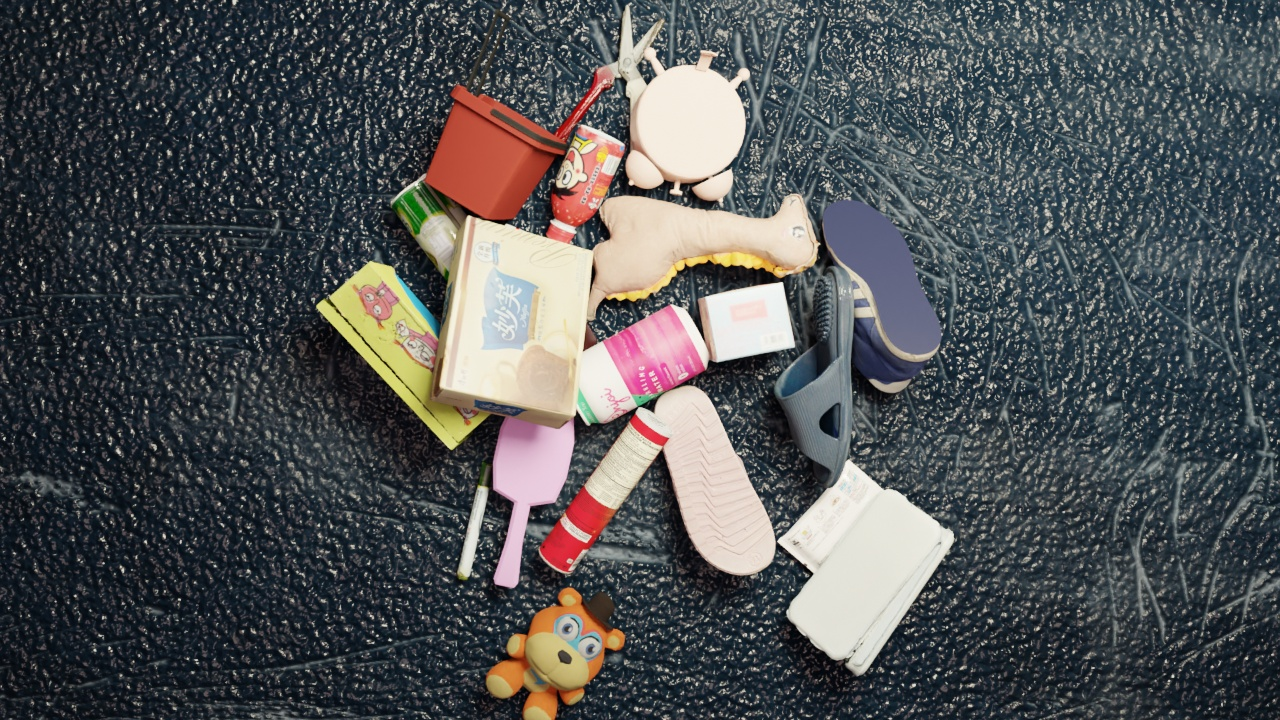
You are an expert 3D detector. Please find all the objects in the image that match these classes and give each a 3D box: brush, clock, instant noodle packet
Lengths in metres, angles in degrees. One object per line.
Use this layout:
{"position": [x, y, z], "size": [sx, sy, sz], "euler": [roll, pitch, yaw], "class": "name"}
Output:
{"position": [-0.139, 0.159, 1.113], "size": [0.089, 0.043, 0.228], "euler": [12, 92, -3], "class": "brush"}
{"position": [0.057, -0.275, 1.077], "size": [0.131, 0.086, 0.160], "euler": [9, 100, -11], "class": "clock"}
{"position": [0.246, 0.202, 1.136], "size": [0.087, 0.026, 0.134], "euler": [41, 91, -3], "class": "instant noodle packet"}

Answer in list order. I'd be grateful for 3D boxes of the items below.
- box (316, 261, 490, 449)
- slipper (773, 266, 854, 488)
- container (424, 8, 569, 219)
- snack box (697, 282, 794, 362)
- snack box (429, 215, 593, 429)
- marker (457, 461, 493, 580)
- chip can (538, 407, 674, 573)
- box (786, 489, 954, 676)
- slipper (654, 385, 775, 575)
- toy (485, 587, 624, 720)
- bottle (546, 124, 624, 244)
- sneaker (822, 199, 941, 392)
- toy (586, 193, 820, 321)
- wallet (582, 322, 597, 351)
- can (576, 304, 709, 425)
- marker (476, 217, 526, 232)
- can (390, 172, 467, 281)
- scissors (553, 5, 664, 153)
{"position": [-0.257, -0.005, 1.064], "size": [0.083, 0.124, 0.221], "euler": [-40, 95, 0], "class": "box"}
{"position": [0.198, 0.020, 1.077], "size": [0.082, 0.101, 0.264], "euler": [0, 104, -3], "class": "slipper"}
{"position": [-0.149, -0.270, 1.037], "size": [0.127, 0.148, 0.201], "euler": [31, 103, 3], "class": "container"}
{"position": [0.122, -0.046, 1.087], "size": [0.093, 0.095, 0.079], "euler": [-11, 92, -1], "class": "snack box"}
{"position": [-0.140, -0.042, 1.021], "size": [0.153, 0.055, 0.207], "euler": [14, 67, -22], "class": "snack box"}
{"position": [-0.202, 0.197, 1.126], "size": [0.017, 0.017, 0.146], "euler": [14, 92, -3], "class": "marker"}
{"position": [-0.043, 0.157, 1.096], "size": [0.052, 0.051, 0.215], "euler": [35, 100, -3], "class": "chip can"}
{"position": [0.294, 0.271, 1.119], "size": [0.130, 0.105, 0.211], "euler": [41, 94, 27], "class": "box"}
{"position": [0.084, 0.147, 1.112], "size": [0.094, 0.064, 0.239], "euler": [-23, 76, 1], "class": "slipper"}
{"position": [-0.098, 0.351, 1.105], "size": [0.112, 0.096, 0.176], "euler": [41, 79, -3], "class": "toy"}
{"position": [-0.072, -0.204, 1.088], "size": [0.062, 0.062, 0.138], "euler": [25, 106, -3], "class": "bottle"}
{"position": [0.283, -0.071, 1.112], "size": [0.091, 0.119, 0.232], "euler": [-18, 60, -8], "class": "sneaker"}
{"position": [0.070, -0.117, 1.079], "size": [0.264, 0.065, 0.196], "euler": [13, 95, 12], "class": "toy"}
{"position": [-0.123, -0.031, 1.119], "size": [0.115, 0.018, 0.091], "euler": [-30, 94, 2], "class": "wallet"}
{"position": [-0.006, 0.006, 1.088], "size": [0.166, 0.088, 0.088], "euler": [-28, 93, -1], "class": "can"}
{"position": [-0.133, -0.143, 1.111], "size": [0.145, 0.019, 0.019], "euler": [22, 91, -3], "class": "marker"}
{"position": [-0.233, -0.155, 1.084], "size": [0.067, 0.067, 0.121], "euler": [-37, 94, 0], "class": "can"}
{"position": [-0.027, -0.318, 1.109], "size": [0.196, 0.015, 0.179], "euler": [-30, 93, 0], "class": "scissors"}
